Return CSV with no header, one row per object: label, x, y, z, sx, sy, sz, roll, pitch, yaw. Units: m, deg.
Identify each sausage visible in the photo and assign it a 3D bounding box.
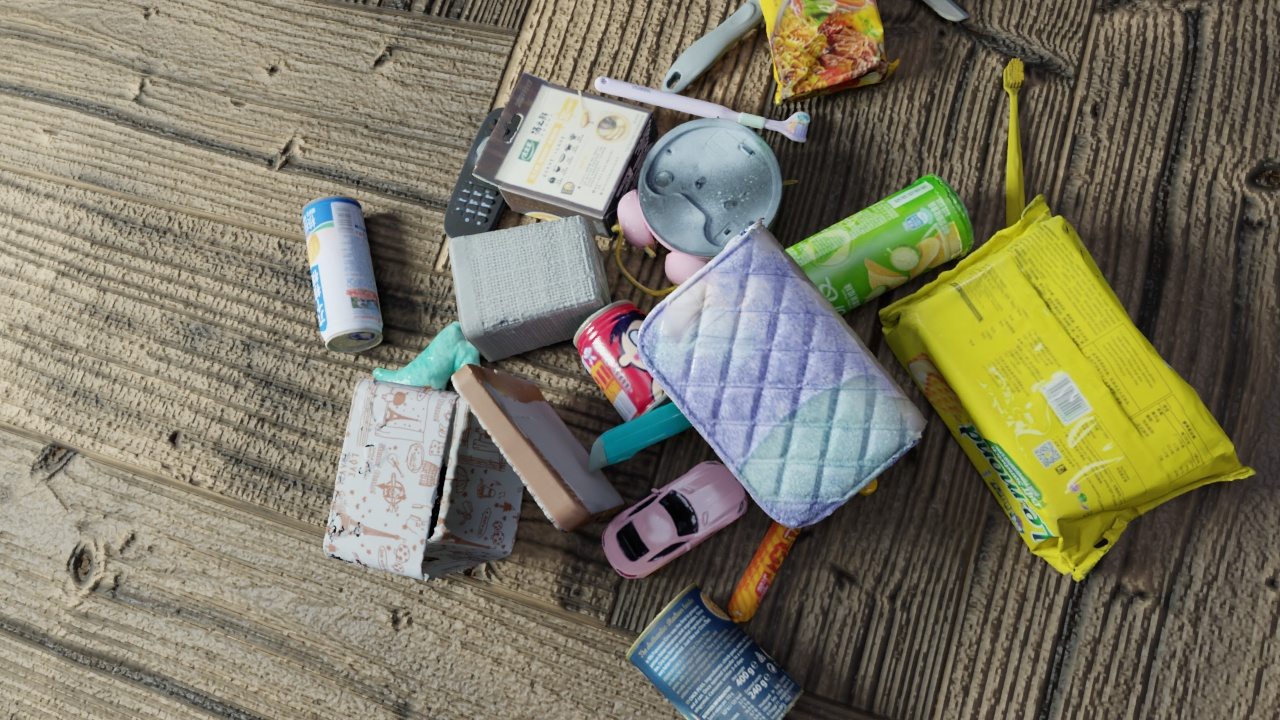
sausage,0.111,0.132,0.710,0.021,0.021,0.165,28,83,17

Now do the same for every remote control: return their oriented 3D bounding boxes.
remote control,-0.138,-0.166,0.837,0.053,0.024,0.136,17,78,13

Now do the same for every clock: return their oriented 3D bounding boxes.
clock,0.046,-0.122,0.766,0.117,0.060,0.158,43,88,11

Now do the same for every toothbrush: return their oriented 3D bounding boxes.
toothbrush,0.053,-0.220,0.794,0.189,0.021,0.029,13,72,1
toothbrush,0.307,-0.160,0.749,0.016,0.016,0.190,2,76,12

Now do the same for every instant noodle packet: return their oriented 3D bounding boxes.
instant noodle packet,0.154,-0.292,0.777,0.111,0.044,0.128,-13,93,2

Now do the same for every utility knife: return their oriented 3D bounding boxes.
utility knife,0.050,0.036,0.714,0.207,0.013,0.029,-22,111,-18

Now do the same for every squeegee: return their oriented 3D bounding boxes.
squeegee,0.114,-0.320,0.819,0.246,0.039,0.246,-38,72,0

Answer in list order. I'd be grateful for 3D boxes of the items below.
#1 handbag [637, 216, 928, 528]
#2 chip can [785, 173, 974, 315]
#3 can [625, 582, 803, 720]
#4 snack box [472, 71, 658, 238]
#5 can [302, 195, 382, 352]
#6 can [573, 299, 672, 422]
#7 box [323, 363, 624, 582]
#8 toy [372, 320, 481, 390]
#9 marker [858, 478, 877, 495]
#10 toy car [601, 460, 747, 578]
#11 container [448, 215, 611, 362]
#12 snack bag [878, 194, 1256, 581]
handbag,0.095,0.013,0.660,0.134,0.075,0.194,-39,91,1
chip can,0.153,-0.069,0.728,0.221,0.072,0.072,-27,72,4
can,0.054,0.228,0.668,0.111,0.075,0.075,41,86,17
snack box,-0.064,-0.181,0.807,0.126,0.053,0.113,19,74,16
can,-0.267,-0.077,0.824,0.053,0.053,0.134,-17,73,6
can,-0.004,0.004,0.743,0.066,0.066,0.094,-37,71,0
box,-0.098,0.083,0.681,0.178,0.182,0.153,11,87,13
toy,-0.173,0.011,0.796,0.096,0.030,0.092,41,89,12
marker,0.161,0.046,0.726,0.018,0.015,0.123,-15,71,3
toy car,0.026,0.125,0.722,0.122,0.037,0.056,-33,73,0
container,-0.088,-0.061,0.767,0.114,0.090,0.090,-13,74,5
snack bag,0.302,0.018,0.672,0.158,0.068,0.246,-33,77,3
